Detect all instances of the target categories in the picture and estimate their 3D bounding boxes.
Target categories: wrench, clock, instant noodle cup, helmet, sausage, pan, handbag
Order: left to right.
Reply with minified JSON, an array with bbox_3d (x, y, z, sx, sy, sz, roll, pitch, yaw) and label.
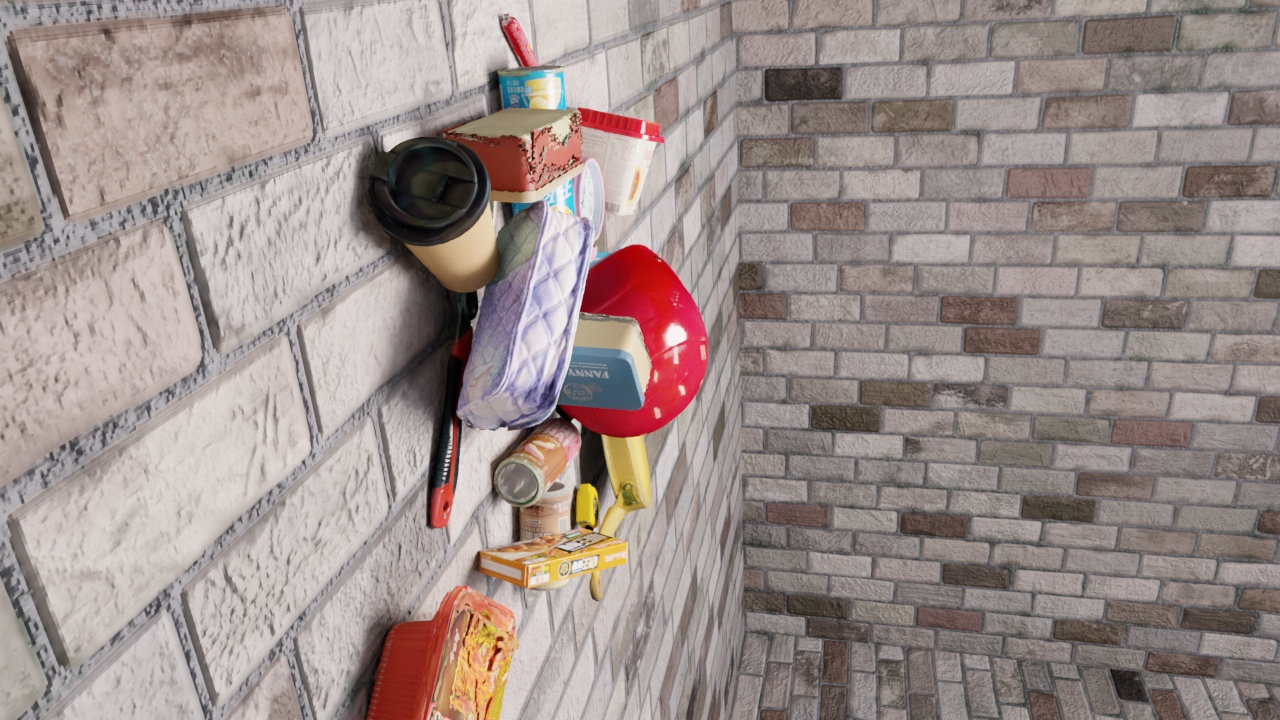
[{"bbox_3d":[-0.168,0.288,0.773,0.164,0.079,0.188,67,29,-62],"label":"instant noodle cup"},{"bbox_3d":[-0.168,0.018,0.848,0.056,0.016,0.273,32,64,-73],"label":"wrench"},{"bbox_3d":[-0.102,-0.037,0.823,0.134,0.075,0.193,-20,-126,57],"label":"handbag"},{"bbox_3d":[-0.122,-0.326,1.009,0.156,0.020,0.020,62,33,-66],"label":"sausage"},{"bbox_3d":[-0.086,-0.174,1.101,0.117,0.060,0.158,45,51,-72],"label":"clock"},{"bbox_3d":[-0.039,-0.259,1.202,0.116,0.117,0.124,-39,142,-73],"label":"instant noodle cup"},{"bbox_3d":[-0.036,0.182,1.299,0.356,0.078,0.198,-95,171,-49],"label":"pan"},{"bbox_3d":[-0.006,0.006,1.052,0.144,0.207,0.240,48,-10,45],"label":"helmet"}]

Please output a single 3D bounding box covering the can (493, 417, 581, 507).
[{"bbox_3d":[-0.113,0.112,1.031,0.147,0.058,0.058,-48,138,-70],"label":"can"}]

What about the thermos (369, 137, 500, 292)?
[{"bbox_3d":[-0.159,-0.113,0.748,0.143,0.093,0.093,82,14,-70],"label":"thermos"}]

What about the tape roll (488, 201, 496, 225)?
[{"bbox_3d":[-0.160,-0.154,0.880,0.085,0.014,0.086,3,89,-77],"label":"tape roll"}]

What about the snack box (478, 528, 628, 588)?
[{"bbox_3d":[-0.090,0.209,0.975,0.153,0.075,0.026,0,95,-50],"label":"snack box"}]

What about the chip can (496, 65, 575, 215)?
[{"bbox_3d":[-0.106,-0.202,0.977,0.071,0.071,0.210,-59,148,-65],"label":"chip can"}]

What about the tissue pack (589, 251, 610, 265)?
[{"bbox_3d":[-0.061,-0.084,1.154,0.063,0.090,0.139,85,14,-46],"label":"tissue pack"}]

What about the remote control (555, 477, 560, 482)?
[{"bbox_3d":[-0.107,0.207,1.148,0.048,0.024,0.125,-64,154,-59],"label":"remote control"}]

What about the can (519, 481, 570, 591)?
[{"bbox_3d":[-0.110,0.201,1.057,0.058,0.058,0.116,-33,124,-74],"label":"can"}]

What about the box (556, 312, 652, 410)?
[{"bbox_3d":[-0.071,-0.001,0.918,0.090,0.184,0.059,72,30,-46],"label":"box"}]

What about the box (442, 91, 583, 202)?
[{"bbox_3d":[-0.111,-0.201,0.846,0.168,0.091,0.076,-60,153,-64],"label":"box"}]

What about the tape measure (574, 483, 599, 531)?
[{"bbox_3d":[-0.076,0.205,1.270,0.057,0.029,0.060,69,18,-60],"label":"tape measure"}]
